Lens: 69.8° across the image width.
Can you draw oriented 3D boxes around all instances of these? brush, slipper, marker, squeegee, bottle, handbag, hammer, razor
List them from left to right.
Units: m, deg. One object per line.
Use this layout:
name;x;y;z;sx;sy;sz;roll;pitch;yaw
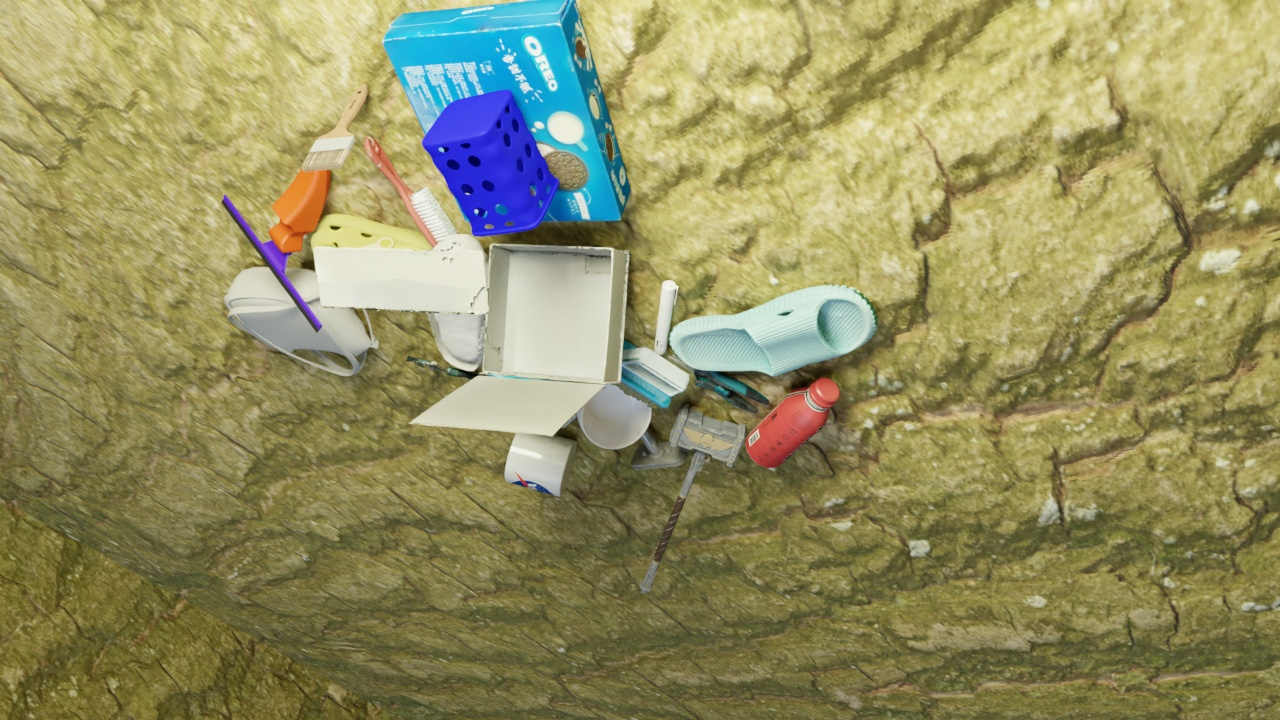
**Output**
squeegee;-0.426;-0.188;1.144;0.249;0.055;0.185;49;125;19
handbag;-0.476;-0.038;1.342;0.216;0.095;0.223;3;145;23
brush;-0.314;-0.248;0.968;0.045;0.142;0.008;-3;140;13
slipper;-0.342;-0.127;1.184;0.190;0.081;0.092;9;144;8
brush;-0.271;-0.200;1.098;0.030;0.040;0.172;-19;133;13
slipper;-0.226;-0.077;1.196;0.112;0.074;0.247;8;148;-2
brush;-0.007;0.007;1.222;0.136;0.055;0.076;32;148;-17
razor;0.007;0.109;1.362;0.088;0.047;0.116;-10;127;32
marker;0.032;-0.051;1.168;0.020;0.017;0.134;11;142;4
hammer;0.054;0.221;1.356;0.098;0.044;0.323;19;115;-1
slipper;0.154;-0.021;1.116;0.277;0.069;0.116;-10;137;33
bottle;0.205;0.080;1.221;0.062;0.062;0.177;25;142;-8

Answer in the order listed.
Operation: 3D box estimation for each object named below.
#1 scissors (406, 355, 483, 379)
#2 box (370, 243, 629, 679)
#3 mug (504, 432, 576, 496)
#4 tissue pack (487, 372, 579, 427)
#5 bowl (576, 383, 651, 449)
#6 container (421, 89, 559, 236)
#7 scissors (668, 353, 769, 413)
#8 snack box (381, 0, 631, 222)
scissors;-0.267;0.016;1.307;0.154;0.015;0.209;18;177;-11
box;-0.142;0.079;1.007;0.167;0.504;0.149;3;144;17
mug;-0.155;0.159;1.460;0.090;0.091;0.121;15;177;5
tissue pack;-0.151;0.041;1.323;0.144;0.061;0.093;16;143;7
bowl;-0.040;0.067;1.290;0.104;0.054;0.105;-6;110;-16
container;-0.148;-0.197;0.917;0.085;0.084;0.114;-4;136;25
scissors;0.104;0.034;1.243;0.129;0.019;0.139;-1;136;25
snack box;-0.132;-0.251;0.960;0.196;0.056;0.239;3;139;20
